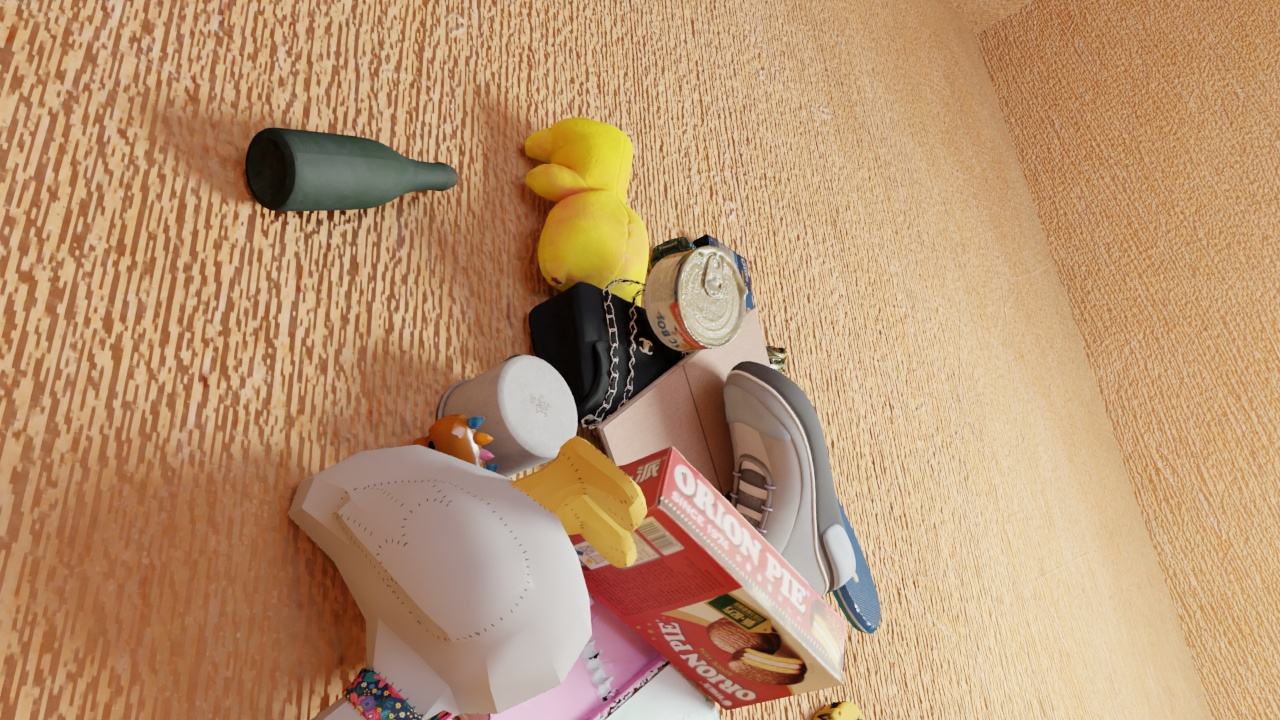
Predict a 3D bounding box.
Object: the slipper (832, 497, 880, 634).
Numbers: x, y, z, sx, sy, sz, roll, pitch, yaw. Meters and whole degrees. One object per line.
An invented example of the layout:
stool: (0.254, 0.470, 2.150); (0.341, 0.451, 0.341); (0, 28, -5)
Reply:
slipper: (0.176, 0.162, 0.987); (0.118, 0.060, 0.294); (27, 36, -49)

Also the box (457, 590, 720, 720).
box: (-0.026, 0.254, 0.675); (0.229, 0.035, 0.159); (-18, 83, -56)

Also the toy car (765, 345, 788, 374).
toy car: (0.128, 0.013, 1.000); (0.111, 0.047, 0.047); (-1, 31, -39)

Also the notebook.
notebook: (0.055, 0.063, 0.813); (0.208, 0.008, 0.141); (-37, 120, -36)

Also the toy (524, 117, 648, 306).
toy: (-0.039, -0.138, 0.868); (0.134, 0.088, 0.193); (29, 46, -45)

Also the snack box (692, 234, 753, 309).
snack box: (0.099, -0.065, 1.056); (0.082, 0.027, 0.150); (29, 49, -43)

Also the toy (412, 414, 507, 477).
toy: (-0.103, 0.078, 0.628); (0.070, 0.103, 0.090); (-67, 148, -68)

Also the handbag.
handbag: (-0.005, 0.004, 0.796); (0.153, 0.115, 0.125); (25, 51, -47)

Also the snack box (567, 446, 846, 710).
snack box: (0.047, 0.174, 0.697); (0.236, 0.113, 0.060); (47, 36, -25)

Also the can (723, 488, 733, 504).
can: (0.080, 0.084, 0.901); (0.127, 0.064, 0.064); (52, 36, -16)

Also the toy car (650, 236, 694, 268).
toy car: (0.047, -0.074, 0.967); (0.043, 0.056, 0.120); (52, 23, -58)

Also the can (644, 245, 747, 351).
can: (0.047, -0.051, 0.773); (0.086, 0.043, 0.086); (5, 83, -43)

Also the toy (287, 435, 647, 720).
toy: (-0.119, 0.152, 0.528); (0.267, 0.141, 0.246); (-36, 68, -23)

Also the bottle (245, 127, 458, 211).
bottle: (-0.202, -0.139, 0.681); (0.173, 0.055, 0.055); (-14, 80, -57)

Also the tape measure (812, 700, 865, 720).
tape measure: (0.205, 0.372, 0.911); (0.058, 0.030, 0.068); (-14, 81, -53)

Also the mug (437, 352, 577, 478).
mug: (-0.096, 0.033, 0.696); (0.084, 0.071, 0.113); (40, 43, -31)

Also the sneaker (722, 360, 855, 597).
sneaker: (0.093, 0.138, 0.800); (0.160, 0.093, 0.257); (-37, 122, -26)
